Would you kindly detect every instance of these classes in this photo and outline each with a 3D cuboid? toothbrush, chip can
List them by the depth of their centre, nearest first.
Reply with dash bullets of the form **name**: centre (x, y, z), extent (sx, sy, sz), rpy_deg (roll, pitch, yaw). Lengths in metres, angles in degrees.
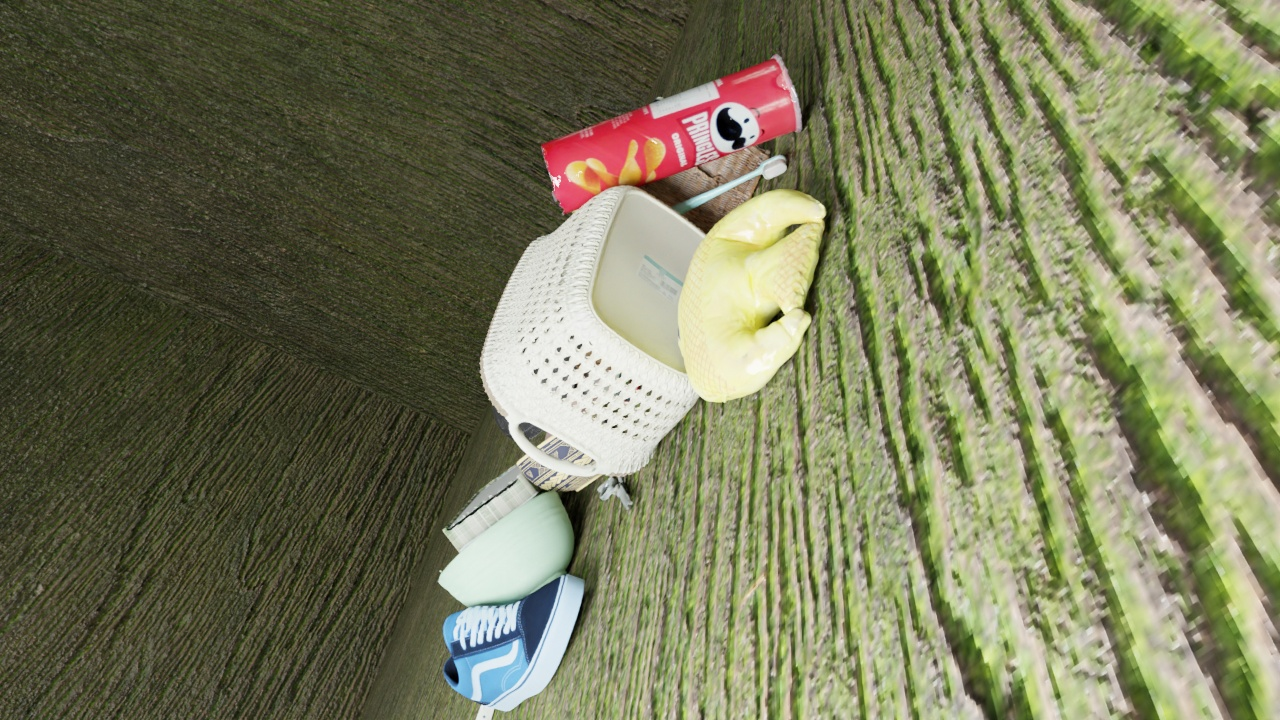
- **chip can**: centre (0.026, -0.205, 0.842), extent (0.233, 0.073, 0.073), rpy_deg (-19, 18, 4)
- **toothbrush**: centre (0.054, -0.149, 0.864), extent (0.181, 0.016, 0.016), rpy_deg (-22, 39, 21)
- **toothbrush**: centre (-0.158, 0.350, 1.014), extent (0.017, 0.016, 0.188), rpy_deg (112, 176, -50)

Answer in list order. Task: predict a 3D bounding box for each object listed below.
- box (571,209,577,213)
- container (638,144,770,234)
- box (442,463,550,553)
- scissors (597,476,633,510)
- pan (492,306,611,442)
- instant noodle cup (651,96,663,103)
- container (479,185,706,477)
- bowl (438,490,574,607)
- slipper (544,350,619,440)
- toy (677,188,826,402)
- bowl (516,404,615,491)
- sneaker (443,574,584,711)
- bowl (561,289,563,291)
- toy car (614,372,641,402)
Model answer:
- **box**: centre (0.010, -0.213, 1.135), extent (0.188, 0.044, 0.141), rpy_deg (-41, 49, 2)
- **container**: centre (0.044, -0.184, 0.980), extent (0.112, 0.113, 0.198), rpy_deg (-62, 11, -4)
- **box**: centre (-0.155, 0.162, 1.082), extent (0.118, 0.050, 0.205), rpy_deg (-35, 4, 2)
- **scissors**: centre (-0.024, 0.129, 0.870), extent (0.095, 0.014, 0.170), rpy_deg (-59, 9, 21)
- **pan**: centre (-0.099, 0.003, 1.171), extent (0.358, 0.040, 0.207), rpy_deg (-9, 59, 56)
- **instant noodle cup**: centre (0.032, -0.278, 1.239), extent (0.112, 0.137, 0.137), rpy_deg (-54, 11, 2)
- **container**: centre (-0.022, -0.033, 0.807), extent (0.143, 0.184, 0.245), rpy_deg (-41, 25, 41)
- **bowl**: centre (-0.124, 0.208, 0.938), extent (0.150, 0.077, 0.151), rpy_deg (-37, -13, -10)
- **slipper**: centre (-0.074, 0.039, 1.206), extent (0.275, 0.054, 0.114), rpy_deg (-56, 14, 35)
- **toy**: centre (0.073, -0.043, 0.666), extent (0.155, 0.064, 0.170), rpy_deg (-28, 43, 52)
- **bowl**: centre (-0.068, 0.104, 0.979), extent (0.112, 0.061, 0.112), rpy_deg (-34, -4, -3)
- **sneaker**: centre (-0.133, 0.263, 0.859), extent (0.242, 0.098, 0.083), rpy_deg (-54, 16, 45)
- **bowl**: centre (-0.025, -0.102, 1.147), extent (0.153, 0.073, 0.153), rpy_deg (-25, 25, 12)
- **toy car**: centre (-0.006, 0.006, 0.996), extent (0.042, 0.036, 0.091), rpy_deg (-50, 17, 53)
